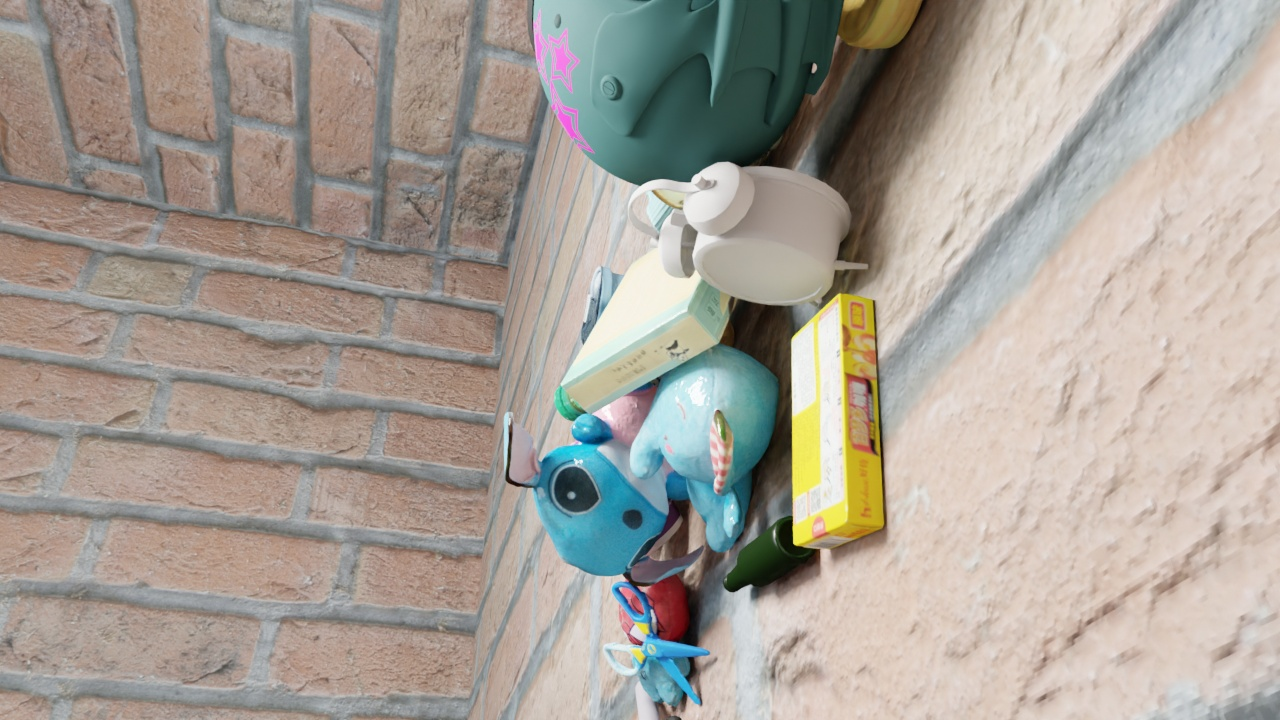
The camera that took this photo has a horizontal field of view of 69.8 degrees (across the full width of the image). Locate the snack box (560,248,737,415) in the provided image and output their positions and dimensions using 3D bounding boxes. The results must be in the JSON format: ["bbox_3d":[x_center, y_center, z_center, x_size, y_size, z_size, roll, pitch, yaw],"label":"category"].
[{"bbox_3d":[0.024,-0.053,0.764,0.142,0.044,0.193,-30,22,37],"label":"snack box"}]

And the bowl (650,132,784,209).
[{"bbox_3d":[0.069,-0.214,0.796,0.094,0.159,0.159,2,80,36],"label":"bowl"}]

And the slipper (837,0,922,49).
[{"bbox_3d":[0.131,-0.304,0.681,0.263,0.078,0.100,-104,27,-54],"label":"slipper"}]

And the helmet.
[{"bbox_3d":[0.038,-0.239,0.609,0.200,0.176,0.276,49,139,30],"label":"helmet"}]

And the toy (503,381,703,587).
[{"bbox_3d":[-0.025,0.086,0.798,0.099,0.224,0.191,-18,39,53],"label":"toy"}]

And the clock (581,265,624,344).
[{"bbox_3d":[-0.048,-0.073,1.310,0.162,0.060,0.118,-160,80,-77],"label":"clock"}]

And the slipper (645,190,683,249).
[{"bbox_3d":[0.035,-0.168,1.015,0.115,0.069,0.277,-94,17,-53],"label":"slipper"}]

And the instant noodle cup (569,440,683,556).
[{"bbox_3d":[-0.028,0.133,0.912,0.121,0.122,0.137,-38,2,-9],"label":"instant noodle cup"}]

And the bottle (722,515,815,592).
[{"bbox_3d":[0.087,0.146,0.662,0.123,0.033,0.033,120,155,-58],"label":"bottle"}]

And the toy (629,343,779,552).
[{"bbox_3d":[0.049,0.069,0.739,0.183,0.115,0.181,-97,8,-60],"label":"toy"}]

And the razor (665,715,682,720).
[{"bbox_3d":[0.012,0.359,0.865,0.144,0.021,0.044,120,156,-51],"label":"razor"}]

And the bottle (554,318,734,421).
[{"bbox_3d":[-0.005,0.005,0.892,0.210,0.068,0.068,-30,47,40],"label":"bottle"}]

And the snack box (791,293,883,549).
[{"bbox_3d":[0.124,0.040,0.591,0.075,0.025,0.152,127,150,-63],"label":"snack box"}]

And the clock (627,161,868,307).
[{"bbox_3d":[0.070,-0.090,0.630,0.120,0.159,0.061,133,153,-67],"label":"clock"}]

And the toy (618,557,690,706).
[{"bbox_3d":[0.013,0.249,0.848,0.092,0.062,0.132,138,129,-70],"label":"toy"}]

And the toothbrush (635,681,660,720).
[{"bbox_3d":[0.008,0.323,0.822,0.019,0.018,0.188,-60,1,-3],"label":"toothbrush"}]

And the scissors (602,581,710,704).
[{"bbox_3d":[0.007,0.255,0.805,0.125,0.016,0.124,48,130,21],"label":"scissors"}]
